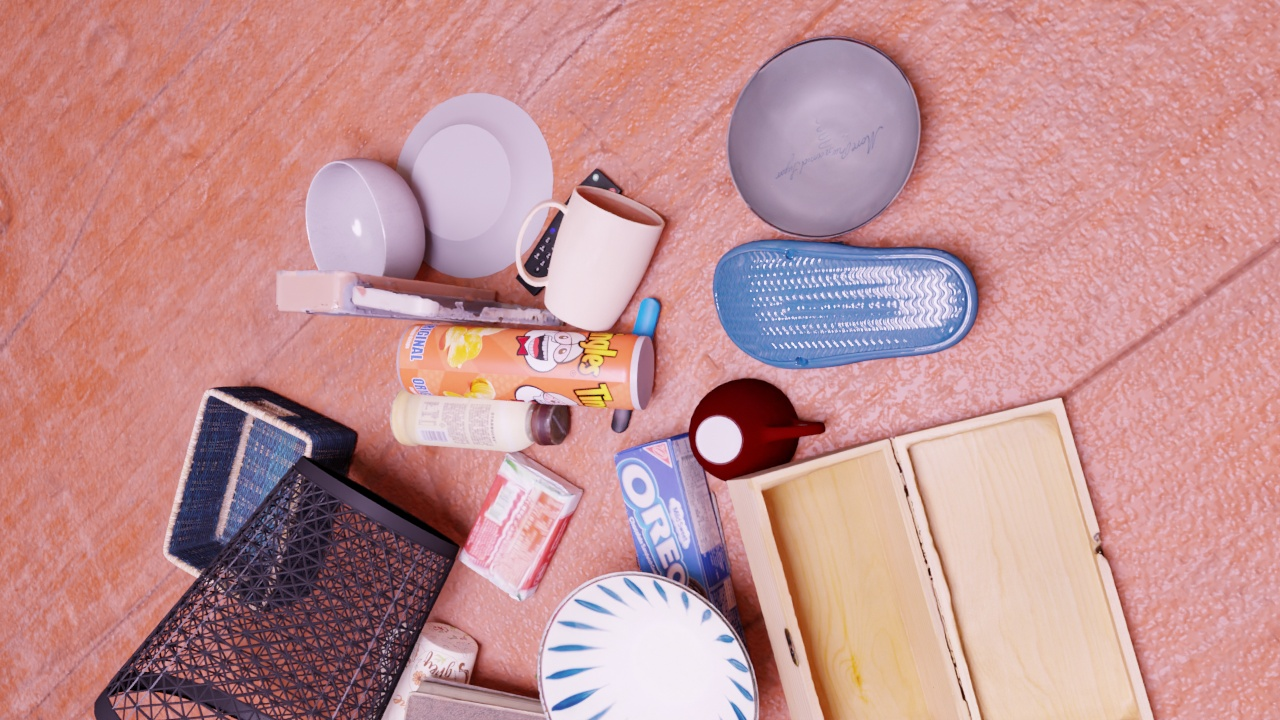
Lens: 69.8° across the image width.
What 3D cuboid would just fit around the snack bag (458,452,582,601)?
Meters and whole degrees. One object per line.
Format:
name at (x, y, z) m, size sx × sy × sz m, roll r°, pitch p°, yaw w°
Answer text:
snack bag at (-0.109, 0.149, 0.831) m, size 0.077 × 0.036 × 0.116 m, roll 29°, pitch 101°, yaw 18°

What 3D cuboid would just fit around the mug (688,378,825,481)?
mug at (0.087, 0.058, 0.723) m, size 0.114 × 0.088 × 0.087 m, roll -6°, pitch 89°, yaw 21°

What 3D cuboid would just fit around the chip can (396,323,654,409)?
chip can at (-0.098, 0.005, 0.782) m, size 0.210 × 0.062 × 0.062 m, roll 3°, pitch 92°, yaw 14°

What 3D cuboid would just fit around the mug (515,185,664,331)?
mug at (-0.049, -0.088, 0.770) m, size 0.111 × 0.085 × 0.104 m, roll 17°, pitch 111°, yaw -14°

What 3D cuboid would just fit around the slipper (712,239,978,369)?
slipper at (0.153, -0.044, 0.714) m, size 0.214 × 0.059 × 0.104 m, roll 4°, pitch 102°, yaw 33°

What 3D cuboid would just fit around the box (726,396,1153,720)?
box at (0.218, 0.177, 0.681) m, size 0.261 × 0.096 × 0.247 m, roll -15°, pitch 86°, yaw 5°

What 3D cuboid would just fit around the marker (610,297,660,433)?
marker at (-0.005, 0.005, 0.799) m, size 0.018 × 0.015 × 0.123 m, roll 17°, pitch 100°, yaw 14°

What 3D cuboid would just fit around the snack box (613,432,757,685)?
snack box at (0.038, 0.177, 0.763) m, size 0.059 × 0.059 × 0.226 m, roll -15°, pitch 86°, yaw 25°

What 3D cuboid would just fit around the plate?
plate at (-0.164, -0.165, 0.855) m, size 0.173 × 0.019 × 0.173 m, roll 0°, pitch 91°, yaw 22°

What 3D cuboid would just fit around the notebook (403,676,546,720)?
notebook at (-0.113, 0.385, 0.801) m, size 0.215 × 0.034 × 0.190 m, roll 12°, pitch 98°, yaw -2°

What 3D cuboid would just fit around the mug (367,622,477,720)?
mug at (-0.209, 0.295, 0.865) m, size 0.122 × 0.081 × 0.097 m, roll 25°, pitch 93°, yaw 45°

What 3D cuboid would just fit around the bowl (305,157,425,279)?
bowl at (-0.249, -0.122, 0.857) m, size 0.132 × 0.064 × 0.132 m, roll 14°, pitch 111°, yaw 39°

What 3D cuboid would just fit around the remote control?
remote control at (-0.065, -0.113, 0.822) m, size 0.039 × 0.010 × 0.125 m, roll 44°, pitch 106°, yaw 15°

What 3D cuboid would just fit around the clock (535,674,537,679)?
clock at (-0.021, 0.270, 0.771) m, size 0.124 × 0.052 × 0.088 m, roll 27°, pitch 58°, yaw 5°

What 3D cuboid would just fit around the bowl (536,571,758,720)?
bowl at (0.014, 0.241, 0.705) m, size 0.177 × 0.070 × 0.177 m, roll 2°, pitch 94°, yaw 23°

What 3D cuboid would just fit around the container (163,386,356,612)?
container at (-0.380, 0.134, 0.919) m, size 0.145 × 0.071 × 0.187 m, roll 21°, pitch 99°, yaw 20°

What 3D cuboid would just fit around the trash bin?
trash bin at (-0.290, 0.228, 0.793) m, size 0.217 × 0.217 × 0.243 m, roll 26°, pitch 77°, yaw 19°

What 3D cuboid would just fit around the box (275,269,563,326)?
box at (-0.171, -0.049, 0.755) m, size 0.149 × 0.216 × 0.043 m, roll -1°, pitch 89°, yaw 22°

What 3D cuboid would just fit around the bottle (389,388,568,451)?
bottle at (-0.145, 0.053, 0.833) m, size 0.162 × 0.056 × 0.056 m, roll 1°, pitch 91°, yaw 21°

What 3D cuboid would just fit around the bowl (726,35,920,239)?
bowl at (0.144, -0.168, 0.713) m, size 0.151 × 0.056 × 0.150 m, roll 1°, pitch 92°, yaw 22°
